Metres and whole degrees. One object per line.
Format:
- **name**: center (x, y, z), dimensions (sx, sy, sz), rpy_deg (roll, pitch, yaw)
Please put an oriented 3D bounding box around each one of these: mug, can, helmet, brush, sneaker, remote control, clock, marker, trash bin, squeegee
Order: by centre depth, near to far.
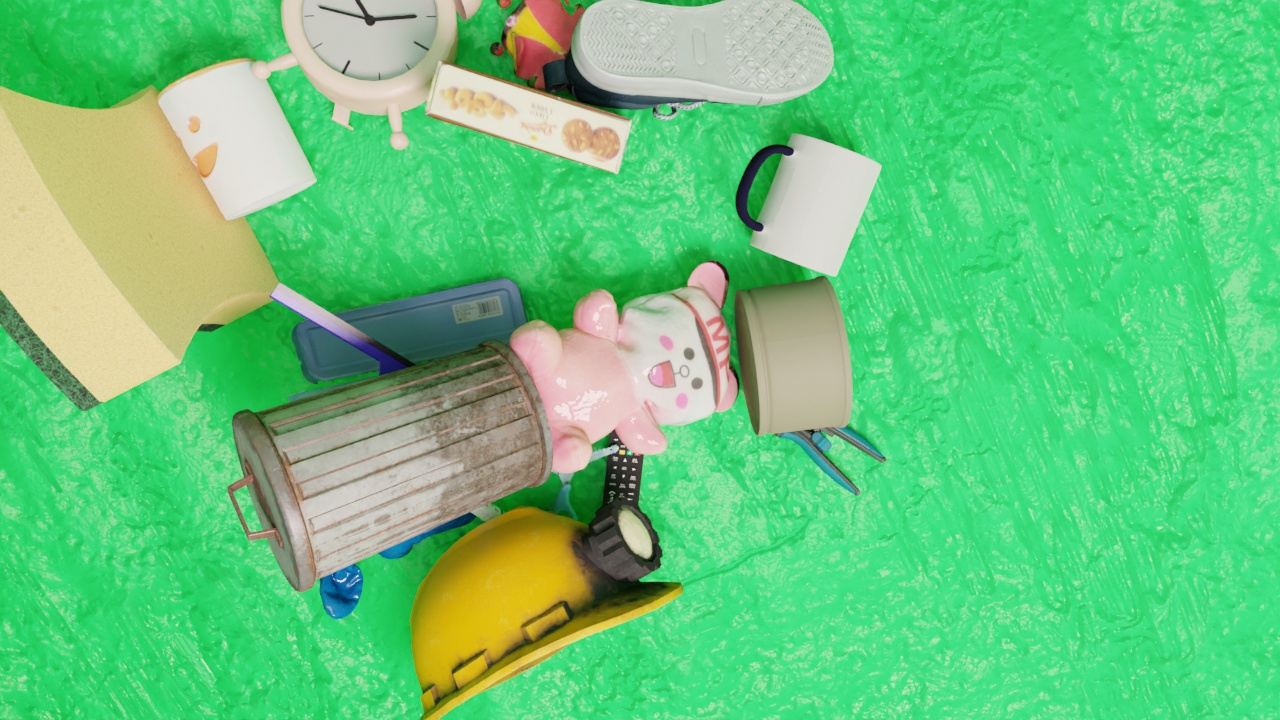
- **trash bin**: center (-0.186, 0.072, 0.670), dimensions (0.210, 0.131, 0.131), rpy_deg (-20, 105, -30)
- **brush**: center (-0.381, -0.095, 0.674), dimensions (0.075, 0.250, 0.195), rpy_deg (-26, 106, 4)
- **clock**: center (-0.212, -0.267, 0.735), dimensions (0.131, 0.086, 0.160), rpy_deg (26, 92, -8)
- **sneaker**: center (0.042, -0.237, 0.737), dimensions (0.235, 0.087, 0.089), rpy_deg (-5, 83, -22)
- **mug**: center (-0.324, -0.178, 0.742), dimensions (0.082, 0.082, 0.105), rpy_deg (-24, 103, 4)
- **mug**: center (0.130, -0.133, 0.757), dimensions (0.111, 0.078, 0.097), rpy_deg (15, 103, -27)
- **squeegee**: center (-0.241, 0.077, 0.761), dimensions (0.249, 0.055, 0.185), rpy_deg (35, 107, -30)
- **can**: center (0.125, -0.003, 0.768), dimensions (0.073, 0.127, 0.128), rpy_deg (-8, 103, 1)
- **helmet**: center (-0.104, 0.199, 0.790), dimensions (0.256, 0.205, 0.131), rpy_deg (-33, 77, 21)
- **marker**: center (-0.151, 0.122, 0.806), dimensions (0.017, 0.017, 0.145), rpy_deg (-36, 139, 6)
- **remote control**: center (-0.017, 0.113, 0.849), dimensions (0.033, 0.015, 0.147), rpy_deg (6, 103, -2)

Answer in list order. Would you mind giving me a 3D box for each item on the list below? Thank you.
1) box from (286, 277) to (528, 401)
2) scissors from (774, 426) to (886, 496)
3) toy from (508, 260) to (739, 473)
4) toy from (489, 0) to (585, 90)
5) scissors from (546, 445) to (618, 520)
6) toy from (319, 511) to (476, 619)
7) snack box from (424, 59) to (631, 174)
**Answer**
- **box**: center (-0.201, -0.013, 0.786), dimensions (0.210, 0.079, 0.072), rpy_deg (-12, 106, 2)
- **scissors**: center (0.158, 0.069, 0.838), dimensions (0.131, 0.019, 0.149), rpy_deg (-7, 94, -3)
- **toy**: center (-0.005, 0.004, 0.761), dimensions (0.212, 0.084, 0.142), rpy_deg (-21, 101, -28)
- **toy**: center (-0.070, -0.261, 0.750), dimensions (0.103, 0.046, 0.084), rpy_deg (10, 90, -8)
- **scissors**: center (-0.088, 0.104, 0.844), dimensions (0.120, 0.015, 0.139), rpy_deg (21, 105, -1)
- **toy**: center (-0.238, 0.163, 0.832), dimensions (0.176, 0.071, 0.113), rpy_deg (-18, 92, 3)
- **snack box**: center (-0.080, -0.187, 0.712), dimensions (0.143, 0.147, 0.041), rpy_deg (16, 102, -5)
